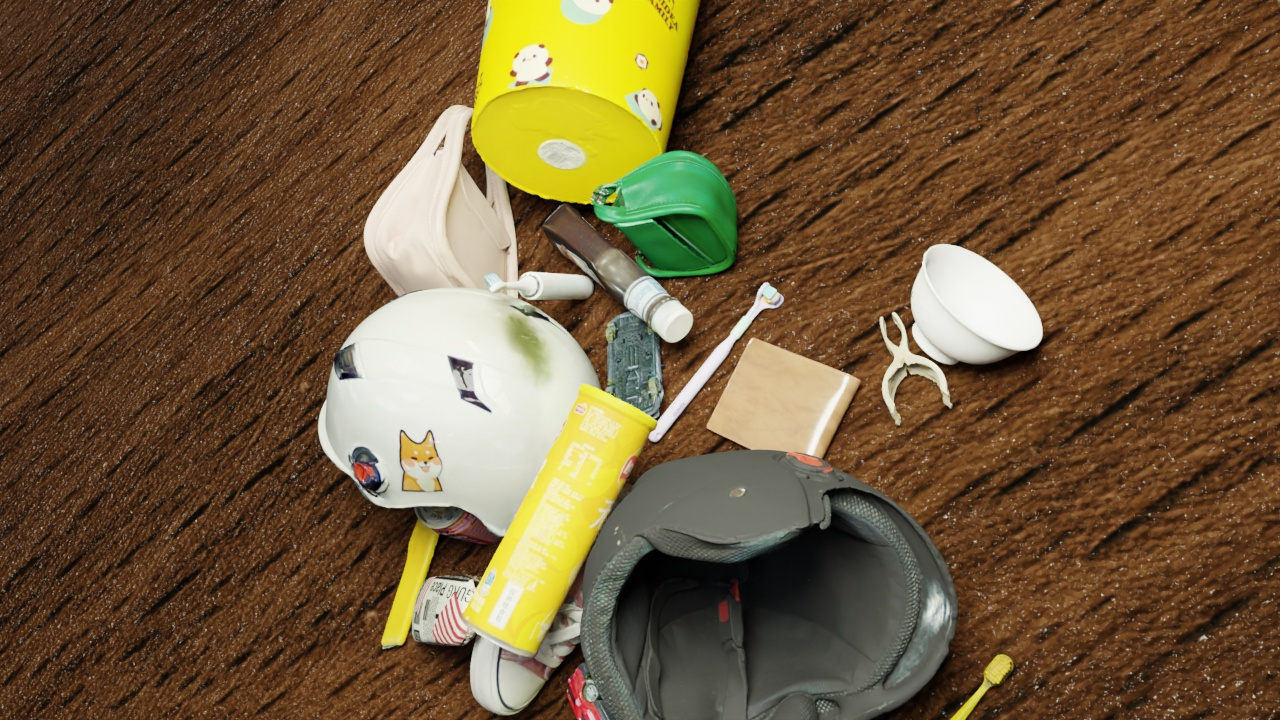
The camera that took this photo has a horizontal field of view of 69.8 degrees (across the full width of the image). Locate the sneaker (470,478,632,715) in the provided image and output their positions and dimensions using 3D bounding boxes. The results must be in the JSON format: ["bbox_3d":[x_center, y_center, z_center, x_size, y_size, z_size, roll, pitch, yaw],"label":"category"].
[{"bbox_3d":[-0.063,0.216,0.824,0.088,0.118,0.240,21,75,47],"label":"sneaker"}]

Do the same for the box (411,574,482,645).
[{"bbox_3d":[-0.177,0.234,0.857,0.165,0.052,0.068,-22,37,59],"label":"box"}]

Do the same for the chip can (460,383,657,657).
[{"bbox_3d":[-0.064,0.127,0.743,0.072,0.072,0.213,24,82,27],"label":"chip can"}]

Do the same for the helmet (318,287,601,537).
[{"bbox_3d":[-0.160,0.019,0.832,0.274,0.157,0.229,22,42,11],"label":"helmet"}]

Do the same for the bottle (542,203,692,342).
[{"bbox_3d":[-0.021,-0.084,0.910,0.044,0.080,0.195,-45,55,-2],"label":"bottle"}]

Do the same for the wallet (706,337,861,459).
[{"bbox_3d":[0.131,0.041,0.849,0.115,0.020,0.101,25,84,30],"label":"wallet"}]

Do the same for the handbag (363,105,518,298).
[{"bbox_3d":[-0.186,-0.159,0.960,0.093,0.193,0.233,2,65,16],"label":"handbag"}]

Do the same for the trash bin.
[{"bbox_3d":[-0.053,-0.311,0.909,0.230,0.229,0.254,-2,65,22],"label":"trash bin"}]

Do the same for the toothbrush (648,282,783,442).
[{"bbox_3d":[0.070,0.005,0.886,0.189,0.029,0.021,-51,22,2],"label":"toothbrush"}]

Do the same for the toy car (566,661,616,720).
[{"bbox_3d":[-0.022,0.319,0.798,0.045,0.052,0.120,-49,55,19],"label":"toy car"}]

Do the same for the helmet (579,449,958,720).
[{"bbox_3d":[0.088,0.180,0.705,0.274,0.230,0.234,-3,107,-8],"label":"helmet"}]

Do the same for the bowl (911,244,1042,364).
[{"bbox_3d":[0.272,-0.035,0.782,0.118,0.118,0.065,59,137,27],"label":"bowl"}]

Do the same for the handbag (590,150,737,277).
[{"bbox_3d":[0.029,-0.137,0.888,0.120,0.131,0.067,-8,66,23],"label":"handbag"}]

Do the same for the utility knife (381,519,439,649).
[{"bbox_3d":[-0.232,0.220,0.939,0.033,0.015,0.156,10,78,31],"label":"utility knife"}]

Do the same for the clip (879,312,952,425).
[{"bbox_3d":[0.245,0.006,0.805,0.095,0.035,0.101,4,66,28],"label":"clip"}]

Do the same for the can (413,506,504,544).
[{"bbox_3d":[-0.170,0.141,0.895,0.067,0.094,0.066,-7,70,20],"label":"can"}]

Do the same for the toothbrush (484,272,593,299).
[{"bbox_3d":[-0.093,-0.070,0.868,0.027,0.220,0.026,-40,82,16],"label":"toothbrush"}]

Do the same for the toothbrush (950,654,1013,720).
[{"bbox_3d":[0.229,0.306,0.718,0.016,0.016,0.190,39,90,29],"label":"toothbrush"}]

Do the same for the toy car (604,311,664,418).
[{"bbox_3d":[-0.005,0.005,0.908,0.054,0.037,0.120,-13,58,17],"label":"toy car"}]
